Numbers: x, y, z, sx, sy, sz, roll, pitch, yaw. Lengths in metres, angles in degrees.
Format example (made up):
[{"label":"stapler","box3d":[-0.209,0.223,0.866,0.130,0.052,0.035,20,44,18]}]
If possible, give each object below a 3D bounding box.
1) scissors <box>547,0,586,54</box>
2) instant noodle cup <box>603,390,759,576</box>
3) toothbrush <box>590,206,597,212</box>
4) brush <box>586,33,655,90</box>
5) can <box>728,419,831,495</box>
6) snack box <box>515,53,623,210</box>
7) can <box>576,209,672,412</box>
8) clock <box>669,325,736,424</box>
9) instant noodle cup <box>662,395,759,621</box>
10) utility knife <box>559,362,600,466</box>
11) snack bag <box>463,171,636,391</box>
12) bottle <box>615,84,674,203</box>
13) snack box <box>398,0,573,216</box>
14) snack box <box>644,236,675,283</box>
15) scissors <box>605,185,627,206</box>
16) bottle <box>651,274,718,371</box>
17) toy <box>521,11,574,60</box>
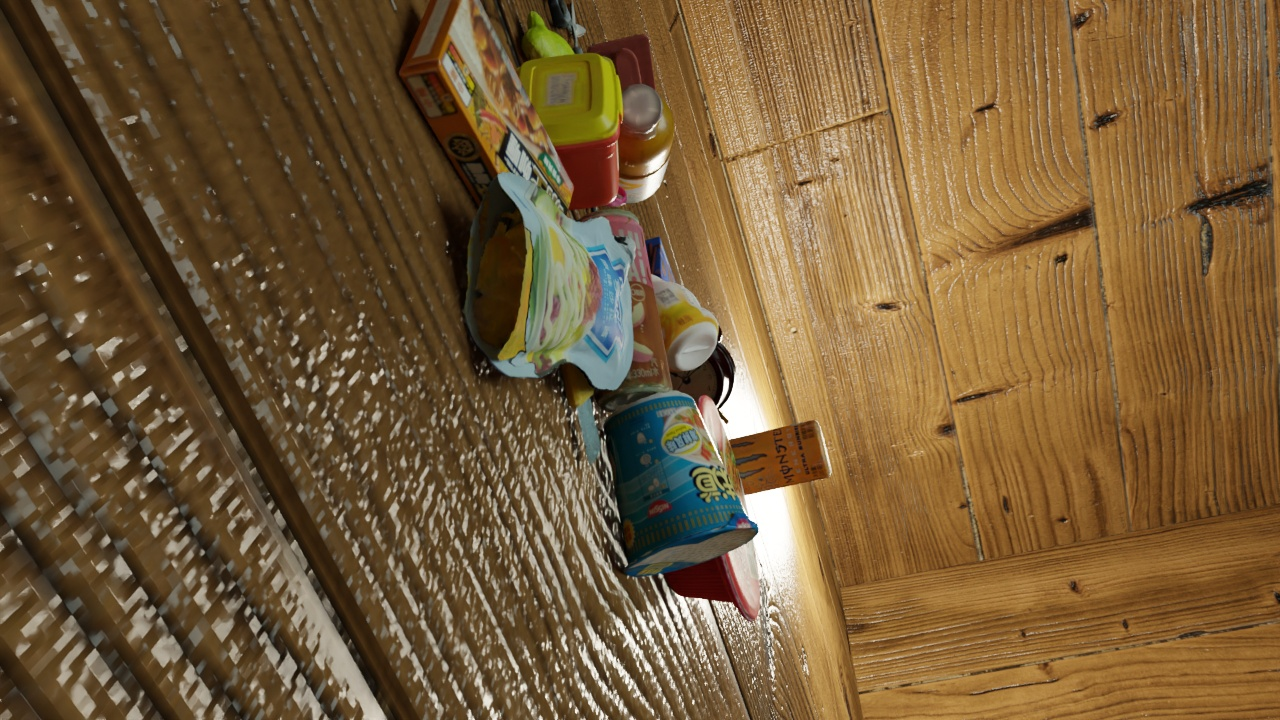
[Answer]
[{"label":"scissors","box3d":[-0.067,-0.332,0.918,0.170,0.014,0.159,42,34,-72]},{"label":"instant noodle cup","box3d":[0.022,0.086,0.655,0.099,0.099,0.109,50,21,-65]},{"label":"toothbrush","box3d":[-0.039,-0.133,0.806,0.014,0.018,0.189,-5,82,-84]},{"label":"brush","box3d":[-0.011,-0.258,0.951,0.069,0.063,0.146,-109,-173,-55]},{"label":"can","box3d":[0.110,0.102,0.901,0.058,0.146,0.058,-14,89,-78]},{"label":"snack box","box3d":[-0.051,-0.156,0.638,0.080,0.082,0.091,83,3,-52]},{"label":"can","box3d":[-0.016,-0.037,0.692,0.058,0.058,0.147,47,31,-67]},{"label":"clock","box3d":[0.044,0.005,0.874,0.055,0.082,0.122,-28,106,-72]},{"label":"instant noodle cup","box3d":[0.049,0.130,0.785,0.193,0.066,0.194,-15,89,-78]},{"label":"utility knife","box3d":[-0.052,-0.024,0.609,0.033,0.015,0.193,-1,76,-57]},{"label":"snack bag","box3d":[-0.041,-0.039,0.549,0.190,0.039,0.110,10,74,-69]},{"label":"bottle","box3d":[-0.006,-0.188,0.795,0.189,0.068,0.068,132,-56,-85]},{"label":"snack box","box3d":[-0.083,-0.130,0.532,0.154,0.026,0.075,63,28,-48]},{"label":"snack box","box3d":[0.022,-0.055,0.974,0.156,0.026,0.084,-90,162,-51]},{"label":"scissors","box3d":[-0.040,-0.159,0.736,0.137,0.077,0.017,-91,-155,-57]},{"label":"bottle","box3d":[0.019,-0.040,0.804,0.108,0.063,0.063,49,-6,36]},{"label":"toy","box3d":[-0.068,-0.239,0.756,0.100,0.031,0.097,-73,144,-68]}]
